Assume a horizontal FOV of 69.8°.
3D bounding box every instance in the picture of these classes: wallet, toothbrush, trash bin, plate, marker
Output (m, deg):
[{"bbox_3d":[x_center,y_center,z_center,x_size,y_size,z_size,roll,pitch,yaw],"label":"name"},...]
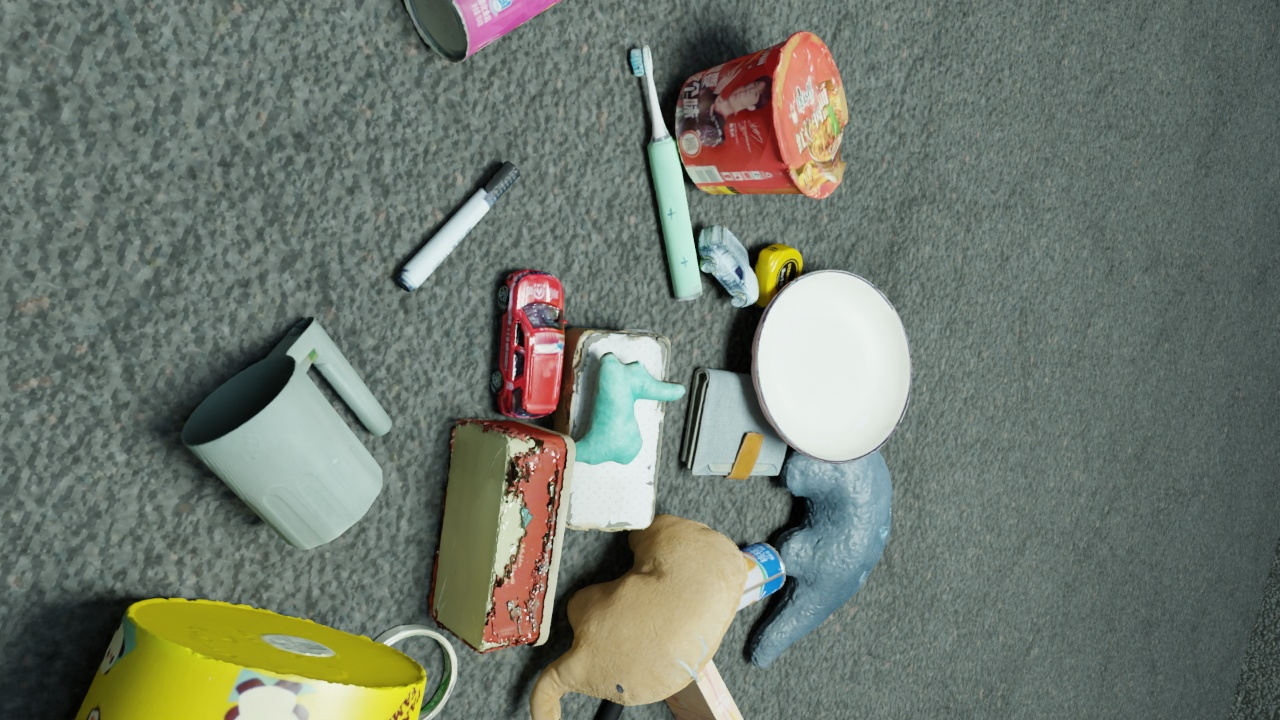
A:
[{"bbox_3d":[0.102,0.066,0.907,0.129,0.037,0.106,8,93,-40],"label":"wallet"},{"bbox_3d":[0.024,-0.160,0.805,0.026,0.027,0.225,-58,139,-64],"label":"toothbrush"},{"bbox_3d":[-0.255,0.292,0.545,0.229,0.230,0.255,24,77,-40],"label":"trash bin"},{"bbox_3d":[0.186,0.006,0.915,0.192,0.039,0.192,2,85,-26],"label":"plate"},{"bbox_3d":[-0.034,0.341,0.857,0.022,0.020,0.132,35,76,-40],"label":"marker"},{"bbox_3d":[-0.136,-0.103,0.689,0.018,0.023,0.130,35,69,7],"label":"marker"}]

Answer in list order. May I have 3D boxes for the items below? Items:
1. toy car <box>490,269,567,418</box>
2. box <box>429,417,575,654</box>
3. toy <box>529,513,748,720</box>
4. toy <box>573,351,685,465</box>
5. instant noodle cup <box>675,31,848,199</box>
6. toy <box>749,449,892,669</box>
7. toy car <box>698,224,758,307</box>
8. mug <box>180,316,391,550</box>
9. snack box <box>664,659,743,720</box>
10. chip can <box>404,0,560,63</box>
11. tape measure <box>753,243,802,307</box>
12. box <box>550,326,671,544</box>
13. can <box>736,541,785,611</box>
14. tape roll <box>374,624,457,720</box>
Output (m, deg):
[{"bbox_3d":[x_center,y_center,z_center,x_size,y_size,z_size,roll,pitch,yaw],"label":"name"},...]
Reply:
[{"bbox_3d":[-0.085,-0.012,0.733,0.052,0.045,0.120,-3,98,-41],"label":"toy car"},{"bbox_3d":[-0.113,0.132,0.705,0.076,0.091,0.168,5,95,-43],"label":"box"},{"bbox_3d":[-0.002,0.230,0.783,0.225,0.143,0.082,-46,128,-23],"label":"toy"},{"bbox_3d":[-0.014,0.039,0.725,0.096,0.030,0.092,5,98,-14],"label":"toy"},{"bbox_3d":[0.102,-0.204,0.793,0.137,0.109,0.138,-1,91,-54],"label":"instant noodle cup"},{"bbox_3d":[0.203,0.159,0.983,0.137,0.091,0.356,8,92,-13],"label":"toy"},{"bbox_3d":[0.085,-0.088,0.856,0.090,0.034,0.042,47,33,-36],"label":"toy car"},{"bbox_3d":[-0.224,0.048,0.615,0.103,0.084,0.123,61,37,-31],"label":"mug"},{"bbox_3d":[0.043,0.302,0.871,0.026,0.085,0.157,-43,123,-29],"label":"snack box"},{"bbox_3d":[-0.071,-0.297,0.672,0.210,0.071,0.071,-42,122,-26],"label":"chip can"},{"bbox_3d":[0.133,-0.087,0.907,0.057,0.029,0.060,-22,129,-39],"label":"tape measure"},{"bbox_3d":[-0.029,0.063,0.772,0.089,0.059,0.184,5,98,-22],"label":"box"},{"bbox_3d":[0.079,0.225,0.906,0.134,0.053,0.053,-14,107,-37],"label":"can"},{"bbox_3d":[-0.185,0.250,0.719,0.085,0.014,0.086,-9,104,-38],"label":"tape roll"}]
